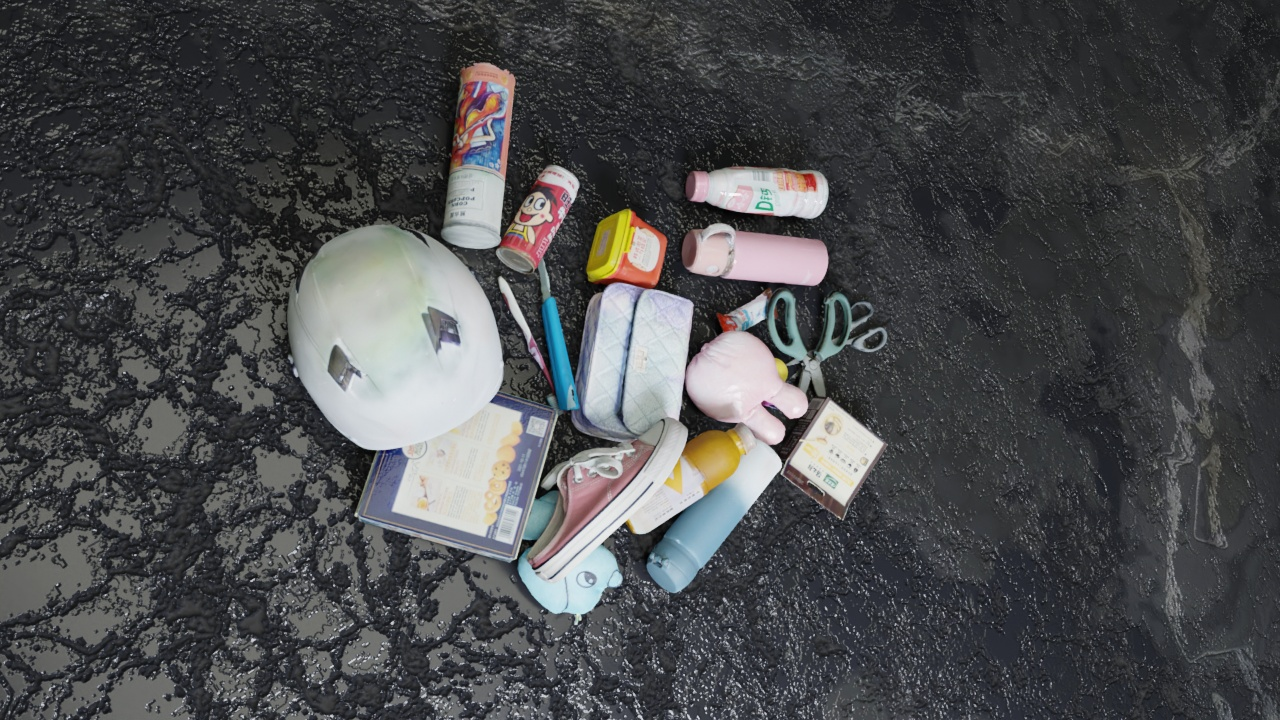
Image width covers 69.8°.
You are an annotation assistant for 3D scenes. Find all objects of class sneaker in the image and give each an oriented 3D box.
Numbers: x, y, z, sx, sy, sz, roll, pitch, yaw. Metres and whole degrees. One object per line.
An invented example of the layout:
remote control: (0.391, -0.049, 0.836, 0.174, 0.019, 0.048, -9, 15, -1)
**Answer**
sneaker: (-0.048, 0.140, 1.043, 0.240, 0.118, 0.088, -44, 99, -14)

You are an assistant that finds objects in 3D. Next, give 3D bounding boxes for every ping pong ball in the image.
ping pong ball: (0.179, 0.017, 1.242, 0.040, 0.040, 0.040, 4, 79, -22)

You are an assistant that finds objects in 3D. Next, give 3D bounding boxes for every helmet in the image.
helmet: (-0.271, -0.043, 0.973, 0.229, 0.146, 0.258, -22, 75, -10)

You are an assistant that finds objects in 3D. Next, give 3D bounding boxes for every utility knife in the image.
utility knife: (-0.106, -0.035, 1.129, 0.018, 0.034, 0.204, -4, 74, -32)

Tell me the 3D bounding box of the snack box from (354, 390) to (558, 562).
snack box: (-0.205, 0.117, 1.044, 0.182, 0.046, 0.177, 18, 73, -8)

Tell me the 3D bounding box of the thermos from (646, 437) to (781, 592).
thermos: (0.092, 0.195, 1.162, 0.070, 0.070, 0.220, 46, 68, -9)

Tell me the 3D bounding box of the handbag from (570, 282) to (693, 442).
handbag: (-0.007, 0.007, 1.146, 0.134, 0.076, 0.193, 13, 77, -22)

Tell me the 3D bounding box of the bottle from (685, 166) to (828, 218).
bottle: (0.159, -0.234, 1.269, 0.196, 0.068, 0.068, -1, 80, -19)

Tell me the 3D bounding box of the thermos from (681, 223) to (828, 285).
thermos: (0.158, -0.146, 1.239, 0.198, 0.087, 0.067, 4, 57, -23)

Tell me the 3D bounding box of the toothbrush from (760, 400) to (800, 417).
toothbrush: (0.224, 0.074, 1.268, 0.189, 0.018, 0.014, 17, 73, -16)

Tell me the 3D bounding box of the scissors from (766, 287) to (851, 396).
scissors: (0.249, -0.032, 1.279, 0.175, 0.019, 0.175, -26, 99, -25)

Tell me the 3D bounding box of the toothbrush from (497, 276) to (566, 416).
toothbrush: (-0.137, -0.017, 1.130, 0.017, 0.016, 0.187, -25, 91, -15)

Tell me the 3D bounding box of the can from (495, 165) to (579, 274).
can: (-0.126, -0.176, 1.142, 0.053, 0.053, 0.132, 31, 70, -15)

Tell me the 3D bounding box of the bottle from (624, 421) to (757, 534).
bottle: (0.057, 0.140, 1.131, 0.189, 0.068, 0.068, -32, 93, -10)

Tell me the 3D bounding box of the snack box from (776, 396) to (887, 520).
snack box: (0.254, 0.130, 1.240, 0.113, 0.053, 0.125, 37, 81, -12)

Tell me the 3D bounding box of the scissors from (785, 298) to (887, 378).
scissors: (0.284, -0.018, 1.308, 0.150, 0.014, 0.170, 27, 72, -15)

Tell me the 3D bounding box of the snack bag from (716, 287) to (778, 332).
snack bag: (0.146, -0.061, 1.251, 0.104, 0.026, 0.048, -24, 102, -24)

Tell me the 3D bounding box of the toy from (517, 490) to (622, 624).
toy: (-0.099, 0.231, 1.081, 0.161, 0.050, 0.156, 2, 77, -18)

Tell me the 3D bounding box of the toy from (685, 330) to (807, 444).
toy: (0.138, 0.037, 1.202, 0.159, 0.054, 0.121, 42, 91, -2)

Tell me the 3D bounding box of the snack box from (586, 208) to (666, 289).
snack box: (-0.015, -0.135, 1.169, 0.080, 0.082, 0.091, 22, 71, -28)

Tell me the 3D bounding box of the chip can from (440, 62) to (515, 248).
chip can: (-0.196, -0.249, 1.116, 0.071, 0.071, 0.214, 9, 76, -21)
